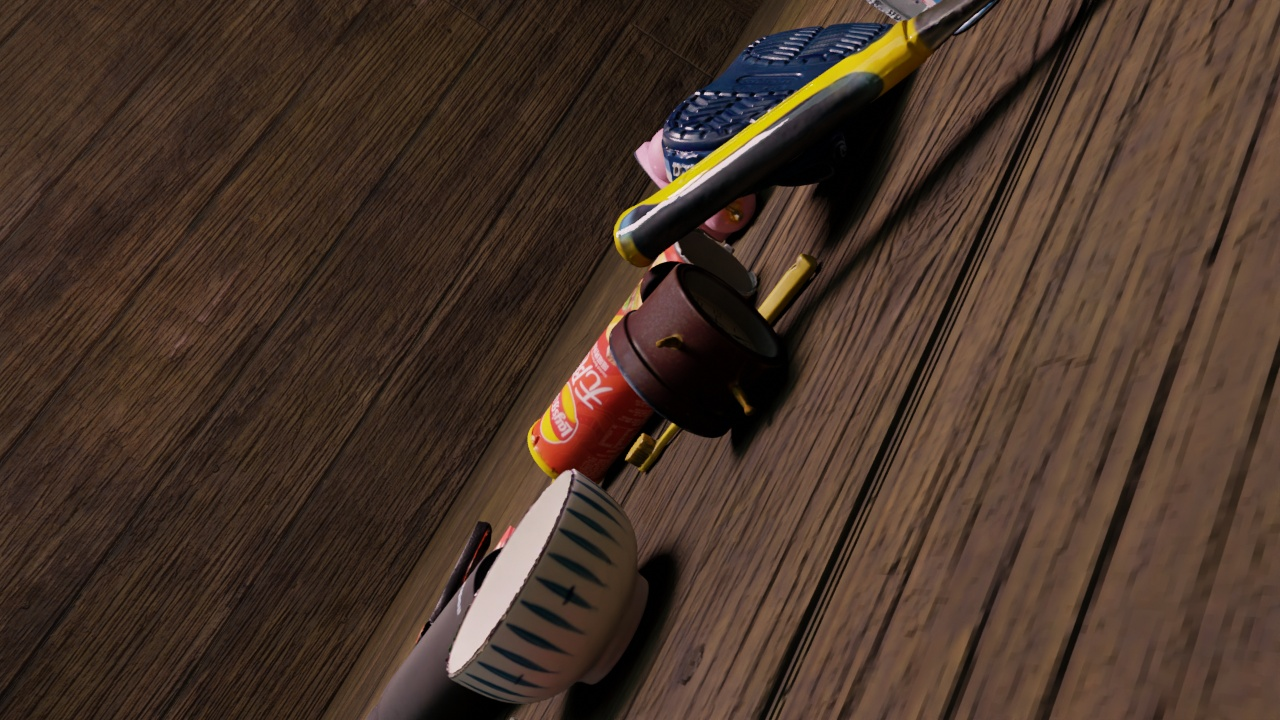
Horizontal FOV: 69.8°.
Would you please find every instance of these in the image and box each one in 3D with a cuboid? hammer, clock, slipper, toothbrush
[{"bbox_3d":[0.105,-0.132,0.407,0.324,0.032,0.125,-32,24,36],"label":"hammer"},{"bbox_3d":[0.032,-0.012,0.488,0.055,0.082,0.121,-49,12,24],"label":"clock"},{"bbox_3d":[0.101,-0.154,0.600,0.252,0.105,0.095,-46,-44,-46],"label":"slipper"},{"bbox_3d":[0.054,-0.165,0.832,0.060,0.117,0.158,-43,10,15],"label":"clock"},{"bbox_3d":[0.045,0.006,0.566,0.191,0.016,0.015,-52,10,32],"label":"toothbrush"}]

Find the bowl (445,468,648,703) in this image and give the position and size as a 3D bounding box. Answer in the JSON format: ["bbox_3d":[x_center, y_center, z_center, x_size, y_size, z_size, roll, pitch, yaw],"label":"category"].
[{"bbox_3d":[-0.039,0.120,0.458,0.116,0.066,0.116,-55,9,13],"label":"bowl"}]

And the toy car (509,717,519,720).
[{"bbox_3d":[-0.039,0.170,0.341,0.052,0.045,0.121,-62,4,-15],"label":"toy car"}]

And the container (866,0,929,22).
[{"bbox_3d":[0.187,-0.296,0.625,0.090,0.090,0.111,-49,15,49],"label":"container"}]

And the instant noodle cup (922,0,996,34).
[{"bbox_3d":[0.165,-0.258,0.520,0.099,0.110,0.099,-57,8,12],"label":"instant noodle cup"}]

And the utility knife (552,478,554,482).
[{"bbox_3d":[-0.060,0.071,0.895,0.033,0.015,0.176,62,-128,-82],"label":"utility knife"}]

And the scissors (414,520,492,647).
[{"bbox_3d":[-0.197,0.259,0.871,0.234,0.021,0.140,-65,3,-26],"label":"scissors"}]

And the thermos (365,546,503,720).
[{"bbox_3d":[-0.126,0.223,0.620,0.243,0.068,0.089,-53,24,38],"label":"thermos"}]

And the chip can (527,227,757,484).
[{"bbox_3d":[-0.004,0.004,0.678,0.217,0.073,0.073,-52,10,32],"label":"chip can"}]

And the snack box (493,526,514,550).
[{"bbox_3d":[-0.159,0.237,0.882,0.153,0.025,0.075,-55,7,14],"label":"snack box"}]
